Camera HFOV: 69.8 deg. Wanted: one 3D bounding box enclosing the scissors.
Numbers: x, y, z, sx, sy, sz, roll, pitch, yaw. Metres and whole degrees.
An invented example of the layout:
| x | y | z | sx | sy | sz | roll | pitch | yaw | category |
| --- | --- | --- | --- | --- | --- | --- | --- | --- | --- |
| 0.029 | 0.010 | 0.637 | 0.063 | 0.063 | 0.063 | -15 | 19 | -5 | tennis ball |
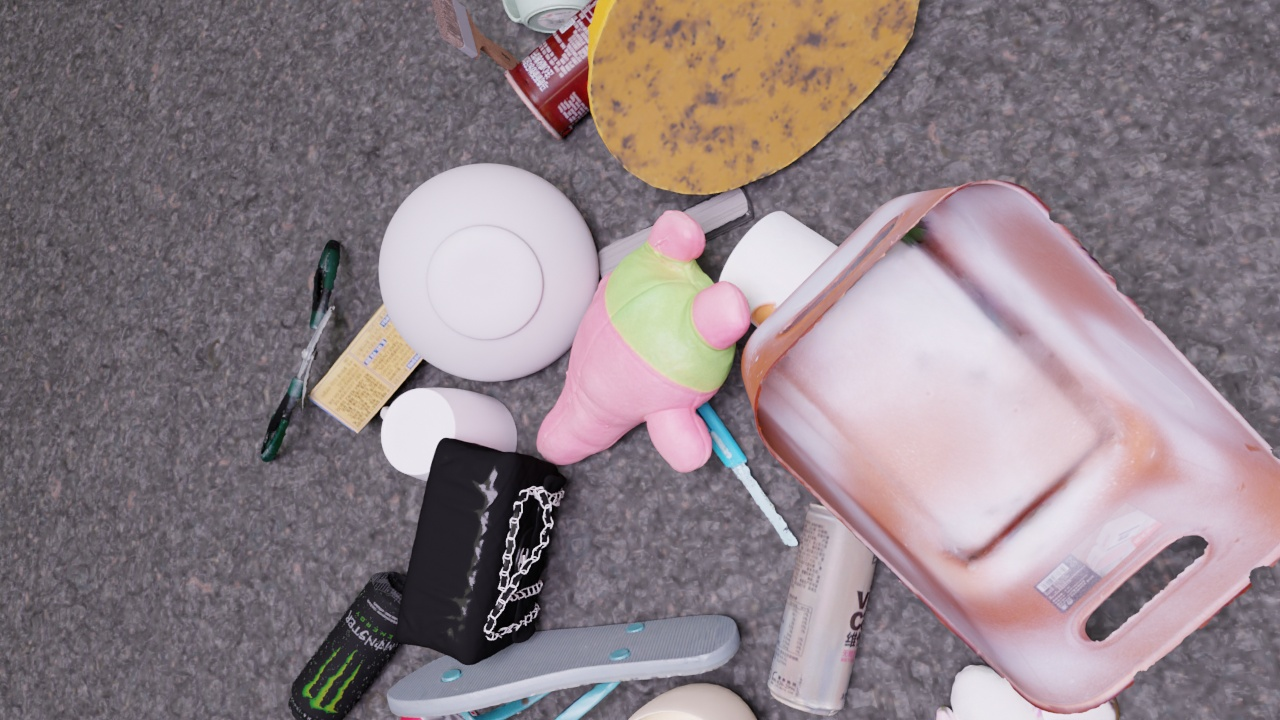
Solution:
| x | y | z | sx | sy | sz | roll | pitch | yaw | category |
| --- | --- | --- | --- | --- | --- | --- | --- | --- | --- |
| -0.303 | -0.012 | 0.827 | 0.202 | 0.015 | 0.203 | -47 | 36 | 38 | scissors |

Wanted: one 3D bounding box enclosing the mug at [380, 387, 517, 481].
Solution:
| x | y | z | sx | sy | sz | roll | pitch | yaw | category |
| --- | --- | --- | --- | --- | --- | --- | --- | --- | --- |
| -0.171 | 0.057 | 0.751 | 0.114 | 0.087 | 0.081 | 18 | 87 | 23 | mug |

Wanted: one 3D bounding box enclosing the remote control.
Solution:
| x | y | z | sx | sy | sz | roll | pitch | yaw | category |
| --- | --- | --- | --- | --- | --- | --- | --- | --- | --- |
| 0.026 | -0.101 | 0.745 | 0.137 | 0.013 | 0.033 | -24 | 72 | 17 | remote control |

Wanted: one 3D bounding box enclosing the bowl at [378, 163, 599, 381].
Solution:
| x | y | z | sx | sy | sz | roll | pitch | yaw | category |
| --- | --- | --- | --- | --- | --- | --- | --- | --- | --- |
| -0.120 | -0.064 | 0.721 | 0.176 | 0.066 | 0.177 | -1 | 103 | -4 | bowl |

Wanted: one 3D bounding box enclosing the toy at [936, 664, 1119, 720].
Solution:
| x | y | z | sx | sy | sz | roll | pitch | yaw | category |
| --- | --- | --- | --- | --- | --- | --- | --- | --- | --- |
| 0.239 | 0.229 | 0.594 | 0.123 | 0.038 | 0.079 | -35 | 83 | 11 | toy |

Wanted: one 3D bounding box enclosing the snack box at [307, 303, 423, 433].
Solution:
| x | y | z | sx | sy | sz | roll | pitch | yaw | category |
| --- | --- | --- | --- | --- | --- | --- | --- | --- | --- |
| -0.195 | -0.036 | 0.787 | 0.056 | 0.057 | 0.207 | 41 | 97 | -12 | snack box |

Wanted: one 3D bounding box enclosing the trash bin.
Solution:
| x | y | z | sx | sy | sz | roll | pitch | yaw | category |
| --- | --- | --- | --- | --- | --- | --- | --- | --- | --- |
| 0.197 | 0.037 | 0.535 | 0.259 | 0.157 | 0.182 | 43 | 98 | -7 | trash bin |

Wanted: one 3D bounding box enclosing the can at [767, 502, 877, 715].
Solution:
| x | y | z | sx | sy | sz | roll | pitch | yaw | category |
| --- | --- | --- | --- | --- | --- | --- | --- | --- | --- |
| 0.128 | 0.171 | 0.636 | 0.054 | 0.054 | 0.135 | 13 | 85 | 22 | can |

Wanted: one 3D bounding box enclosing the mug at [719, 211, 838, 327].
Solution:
| x | y | z | sx | sy | sz | roll | pitch | yaw | category |
| --- | --- | --- | --- | --- | --- | --- | --- | --- | --- |
| 0.121 | -0.046 | 0.662 | 0.105 | 0.082 | 0.082 | 39 | 95 | 23 | mug |

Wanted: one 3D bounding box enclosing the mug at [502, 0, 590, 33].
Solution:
| x | y | z | sx | sy | sz | roll | pitch | yaw | category |
| --- | --- | --- | --- | --- | --- | --- | --- | --- | --- |
| -0.086 | -0.342 | 0.800 | 0.111 | 0.084 | 0.104 | -6 | 90 | 48 | mug |

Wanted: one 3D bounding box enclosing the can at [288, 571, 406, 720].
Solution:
| x | y | z | sx | sy | sz | roll | pitch | yaw | category |
| --- | --- | --- | --- | --- | --- | --- | --- | --- | --- |
| -0.235 | 0.240 | 0.762 | 0.054 | 0.054 | 0.138 | 39 | 96 | 22 | can |

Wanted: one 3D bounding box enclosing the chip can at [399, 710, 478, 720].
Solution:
| x | y | z | sx | sy | sz | roll | pitch | yaw | category |
| --- | --- | --- | --- | --- | --- | --- | --- | --- | --- |
| -0.204 | 0.371 | 0.719 | 0.069 | 0.069 | 0.220 | 33 | 93 | 23 | chip can |

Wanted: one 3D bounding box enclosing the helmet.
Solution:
| x | y | z | sx | sy | sz | roll | pitch | yaw | category |
| --- | --- | --- | --- | --- | --- | --- | --- | --- | --- |
| 0.060 | -0.253 | 0.681 | 0.255 | 0.205 | 0.131 | -31 | 42 | -3 | helmet |

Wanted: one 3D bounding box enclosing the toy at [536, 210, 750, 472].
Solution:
| x | y | z | sx | sy | sz | roll | pitch | yaw | category |
| --- | --- | --- | --- | --- | --- | --- | --- | --- | --- |
| -0.004 | 0.004 | 0.683 | 0.237 | 0.096 | 0.192 | -50 | 46 | 33 | toy |

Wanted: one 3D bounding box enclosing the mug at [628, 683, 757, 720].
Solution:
| x | y | z | sx | sy | sz | roll | pitch | yaw | category |
| --- | --- | --- | --- | --- | --- | --- | --- | --- | --- |
| 0.042 | 0.283 | 0.625 | 0.096 | 0.099 | 0.120 | -24 | 79 | 17 | mug |

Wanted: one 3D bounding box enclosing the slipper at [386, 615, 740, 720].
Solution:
| x | y | z | sx | sy | sz | roll | pitch | yaw | category |
| --- | --- | --- | --- | --- | --- | --- | --- | --- | --- |
| -0.054 | 0.237 | 0.685 | 0.269 | 0.098 | 0.055 | -13 | 98 | 10 | slipper |

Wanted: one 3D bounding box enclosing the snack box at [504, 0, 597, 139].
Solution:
| x | y | z | sx | sy | sz | roll | pitch | yaw | category |
| --- | --- | --- | --- | --- | --- | --- | --- | --- | --- |
| -0.045 | -0.251 | 0.767 | 0.121 | 0.072 | 0.072 | -38 | 70 | 10 | snack box |

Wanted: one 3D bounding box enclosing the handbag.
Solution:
| x | y | z | sx | sy | sz | roll | pitch | yaw | category |
| --- | --- | --- | --- | --- | --- | --- | --- | --- | --- |
| -0.096 | 0.143 | 0.688 | 0.115 | 0.125 | 0.153 | 6 | 84 | 22 | handbag |

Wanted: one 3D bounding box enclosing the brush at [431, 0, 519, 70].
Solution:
| x | y | z | sx | sy | sz | roll | pitch | yaw | category |
| --- | --- | --- | --- | --- | --- | --- | --- | --- | --- |
| -0.130 | -0.263 | 0.762 | 0.008 | 0.143 | 0.045 | -19 | 83 | 18 | brush |

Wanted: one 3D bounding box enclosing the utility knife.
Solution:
| x | y | z | sx | sy | sz | roll | pitch | yaw | category |
| --- | --- | --- | --- | --- | --- | --- | --- | --- | --- |
| 0.068 | 0.066 | 0.698 | 0.022 | 0.015 | 0.176 | -43 | 69 | 18 | utility knife |
